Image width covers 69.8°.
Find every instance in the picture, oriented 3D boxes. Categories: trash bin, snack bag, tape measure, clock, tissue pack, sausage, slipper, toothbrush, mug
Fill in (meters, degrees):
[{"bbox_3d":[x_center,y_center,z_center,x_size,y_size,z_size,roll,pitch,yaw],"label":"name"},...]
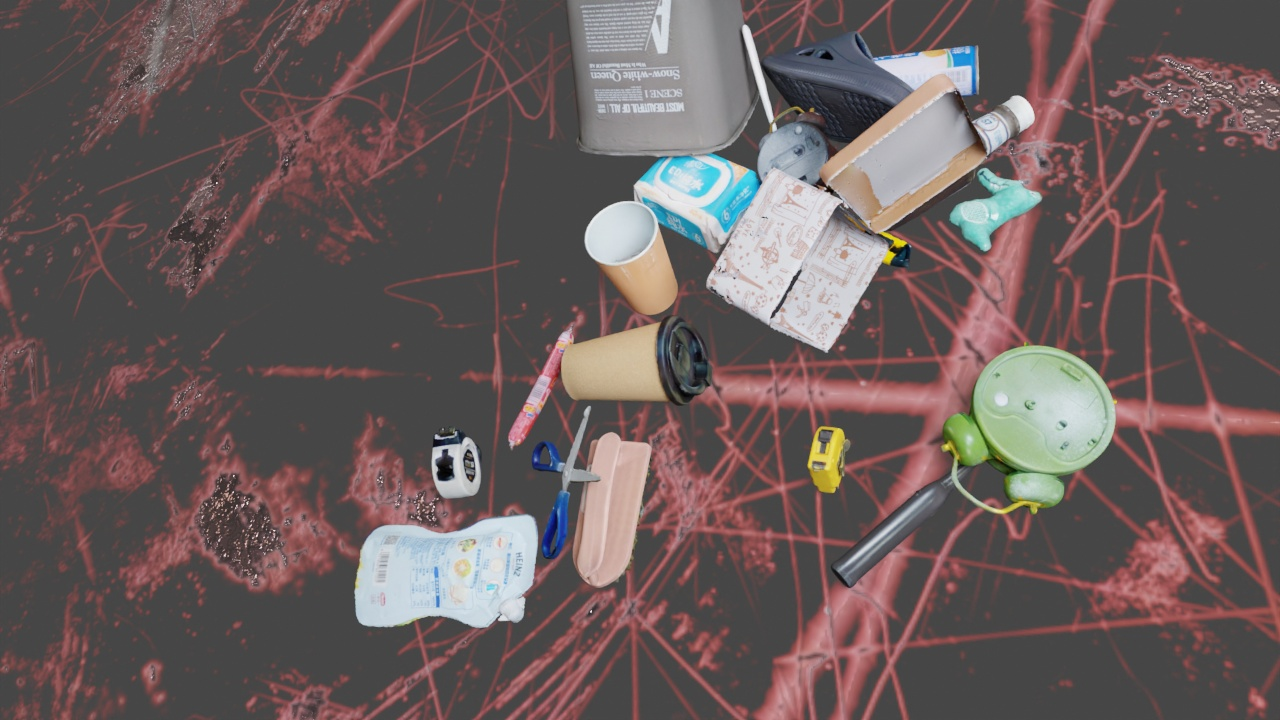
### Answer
[{"bbox_3d":[0.019,-0.369,1.026,0.199,0.220,0.198,5,42,19],"label":"trash bin"},{"bbox_3d":[-0.196,0.215,0.934,0.191,0.039,0.110,-5,57,15],"label":"snack bag"},{"bbox_3d":[0.178,0.091,0.856,0.029,0.060,0.057,5,60,23],"label":"tape measure"},{"bbox_3d":[0.336,0.062,0.803,0.116,0.056,0.161,38,75,20],"label":"clock"},{"bbox_3d":[0.066,-0.190,1.040,0.140,0.063,0.090,33,77,30],"label":"tissue pack"},{"bbox_3d":[-0.108,0.030,1.011,0.020,0.020,0.155,17,70,26],"label":"sausage"},{"bbox_3d":[0.170,-0.220,0.993,0.082,0.055,0.121,-28,67,29],"label":"clock"},{"bbox_3d":[0.231,-0.288,0.972,0.083,0.110,0.268,-45,34,-1],"label":"slipper"},{"bbox_3d":[-0.195,0.112,0.970,0.034,0.066,0.066,-9,59,12],"label":"tape measure"},{"bbox_3d":[0.146,-0.288,1.029,0.016,0.016,0.180,-16,99,18],"label":"toothbrush"},{"bbox_3d":[0.258,0.126,0.828,0.212,0.026,0.027,-40,76,-7],"label":"toothbrush"},{"bbox_3d":[-0.004,-0.103,0.984,0.078,0.123,0.078,-8,61,14],"label":"mug"}]

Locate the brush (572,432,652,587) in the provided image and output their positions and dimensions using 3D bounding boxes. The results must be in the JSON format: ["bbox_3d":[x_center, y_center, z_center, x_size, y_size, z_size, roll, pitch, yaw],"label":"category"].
[{"bbox_3d":[-0.032,0.147,0.892,0.063,0.073,0.145,3,66,20],"label":"brush"}]

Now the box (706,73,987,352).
[{"bbox_3d":[0.197,-0.136,0.862,0.272,0.177,0.106,-49,63,14],"label":"box"}]

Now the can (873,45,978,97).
[{"bbox_3d":[0.307,-0.317,1.028,0.135,0.053,0.053,-1,63,19],"label":"can"}]

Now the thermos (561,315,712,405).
[{"bbox_3d":[-0.006,0.006,0.953,0.143,0.093,0.093,-8,61,25],"label":"thermos"}]

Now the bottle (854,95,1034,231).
[{"bbox_3d":[0.324,-0.213,0.970,0.195,0.044,0.080,-32,44,0],"label":"bottle"}]

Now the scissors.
[{"bbox_3d":[-0.077,0.117,0.907,0.162,0.012,0.176,39,119,60],"label":"scissors"}]

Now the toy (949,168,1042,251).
[{"bbox_3d":[0.361,-0.159,0.942,0.092,0.030,0.096,-27,50,-1],"label":"toy"}]

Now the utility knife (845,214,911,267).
[{"bbox_3d":[0.226,-0.141,0.986,0.154,0.015,0.033,35,77,32],"label":"utility knife"}]
